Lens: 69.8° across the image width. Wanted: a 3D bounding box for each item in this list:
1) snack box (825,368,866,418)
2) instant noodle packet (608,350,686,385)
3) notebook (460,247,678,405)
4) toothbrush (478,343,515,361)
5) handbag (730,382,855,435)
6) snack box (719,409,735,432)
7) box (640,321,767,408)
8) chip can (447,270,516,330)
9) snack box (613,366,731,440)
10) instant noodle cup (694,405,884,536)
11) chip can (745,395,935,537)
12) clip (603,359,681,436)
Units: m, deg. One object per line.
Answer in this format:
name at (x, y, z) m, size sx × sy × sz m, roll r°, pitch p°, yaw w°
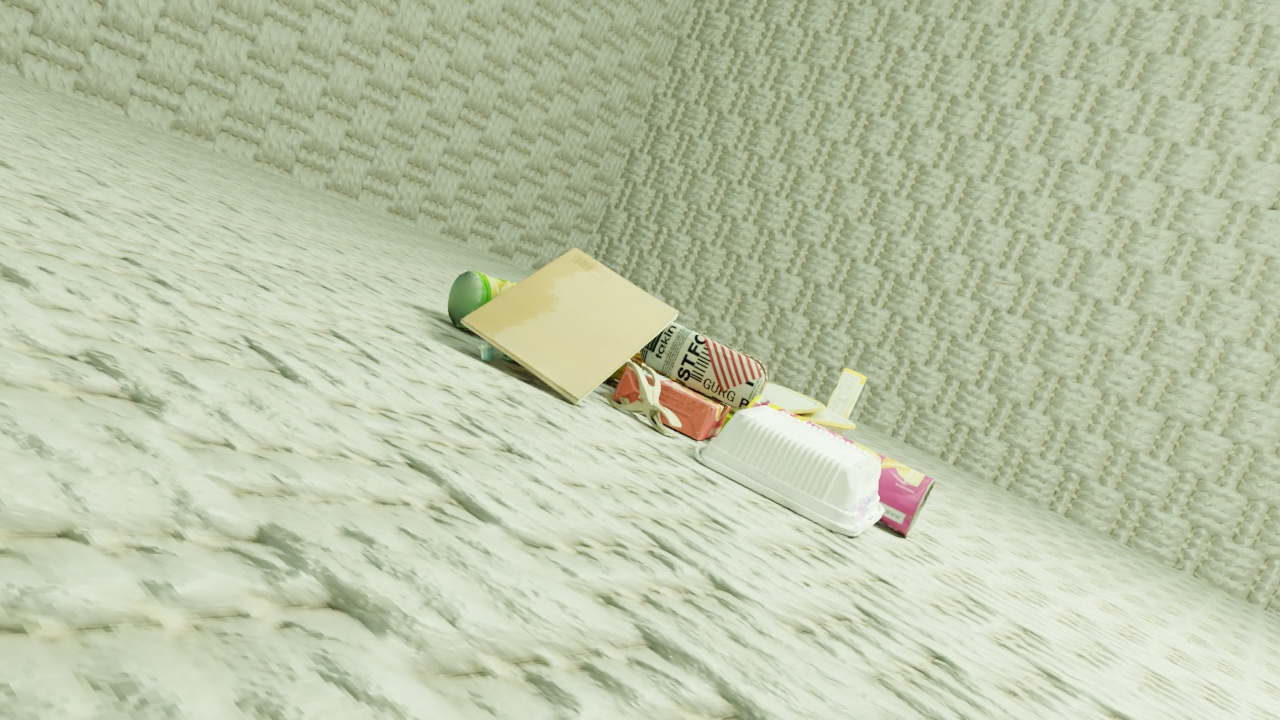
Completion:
snack box at (0.275, 0.080, 1.294) m, size 0.034 × 0.140 × 0.086 m, roll 24°, pitch 5°, yaw 16°
instant noodle packet at (-0.007, 0.007, 1.194) m, size 0.128 × 0.044 × 0.110 m, roll 7°, pitch -8°, yaw 18°
notebook at (-0.069, -0.046, 0.983) m, size 0.149 × 0.012 × 0.210 m, roll 34°, pitch 40°, yaw 12°
toothbrush at (-0.135, -0.012, 1.021) m, size 0.026 × 0.027 × 0.224 m, roll -11°, pitch -3°, yaw 12°
handbag at (0.162, 0.061, 1.155) m, size 0.178 × 0.063 × 0.163 m, roll 19°, pitch 4°, yaw -20°
snack box at (0.121, 0.084, 1.200) m, size 0.085 × 0.026 × 0.156 m, roll 22°, pitch 4°, yaw -31°
box at (0.070, 0.003, 1.076) m, size 0.164 × 0.071 × 0.060 m, roll 23°, pitch -13°, yaw 26°
chip can at (-0.139, -0.058, 1.155) m, size 0.221 × 0.072 × 0.073 m, roll 12°, pitch 12°, yaw -47°
snack box at (0.041, 0.049, 1.078) m, size 0.113 × 0.044 × 0.127 m, roll 25°, pitch 4°, yaw 15°
instant noodle cup at (0.156, 0.098, 0.896) m, size 0.173 × 0.060 × 0.137 m, roll 27°, pitch 14°, yaw 24°
chip can at (0.208, 0.114, 1.002) m, size 0.211 × 0.071 × 0.071 m, roll 26°, pitch 5°, yaw 21°
clip at (0.009, 0.033, 0.983) m, size 0.102 × 0.094 × 0.035 m, roll 12°, pitch -4°, yaw 45°
